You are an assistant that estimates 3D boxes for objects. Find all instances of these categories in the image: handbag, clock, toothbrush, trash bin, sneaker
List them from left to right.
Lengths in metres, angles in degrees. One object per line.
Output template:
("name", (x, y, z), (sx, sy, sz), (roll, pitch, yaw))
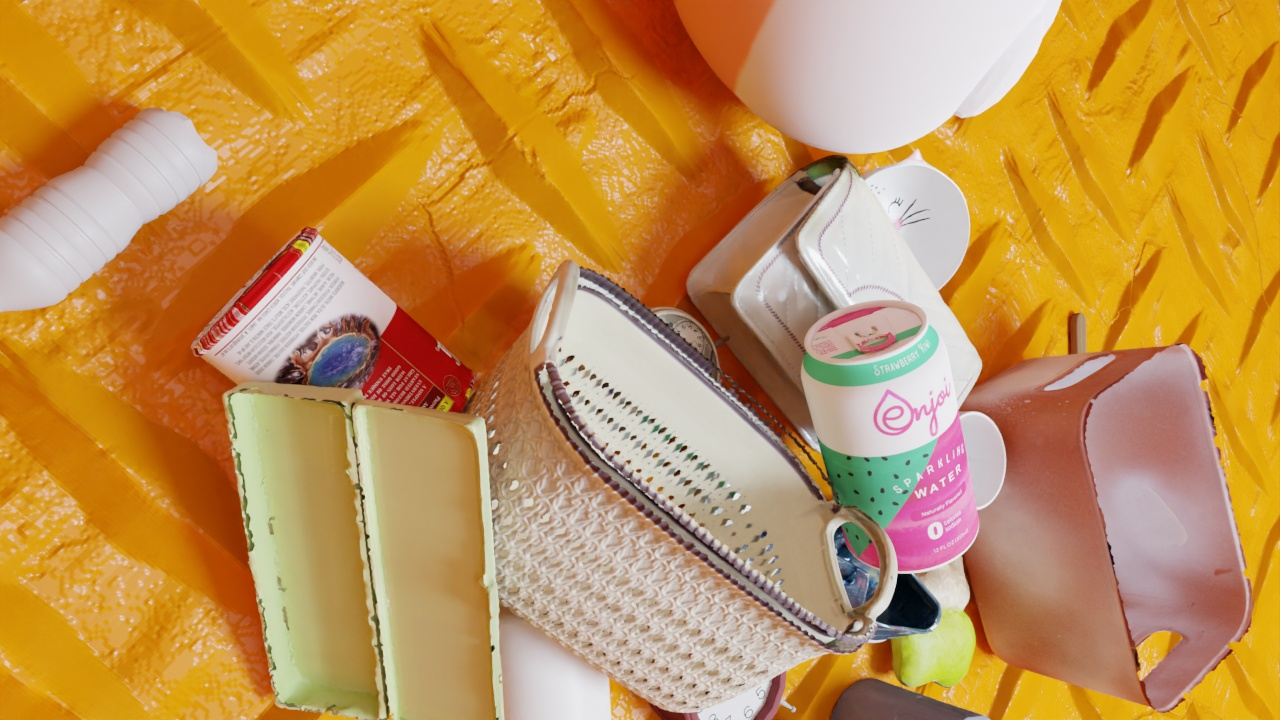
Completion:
("clock", (-0.004, 0.004, 0.605), (0.140, 0.055, 0.093), (15, 79, -33))
("clock", (0.047, 0.204, 0.629), (0.096, 0.048, 0.137), (-33, 105, -29))
("sneaker", (0.129, 0.140, 0.665), (0.235, 0.079, 0.087), (41, 67, -23))
("handbag", (0.148, -0.027, 0.659), (0.142, 0.096, 0.198), (-45, 112, -6))
("toothbrush", (0.431, 0.036, 0.898), (0.016, 0.016, 0.166), (4, 84, -33))
("trash bin", (0.376, 0.128, 0.776), (0.181, 0.158, 0.260), (-23, 100, -31))

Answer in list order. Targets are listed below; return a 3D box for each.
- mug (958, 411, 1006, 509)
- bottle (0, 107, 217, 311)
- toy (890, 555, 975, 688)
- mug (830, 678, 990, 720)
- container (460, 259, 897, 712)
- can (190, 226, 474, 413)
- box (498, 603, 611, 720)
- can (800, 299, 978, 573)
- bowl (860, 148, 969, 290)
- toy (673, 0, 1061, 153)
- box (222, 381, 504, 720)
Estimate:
("mug", (0.213, 0.088, 0.714), (0.110, 0.091, 0.074), (-42, 108, -27))
("bottle", (-0.272, -0.069, 0.447), (0.044, 0.044, 0.136), (49, 65, -20))
("toy", (0.242, 0.208, 0.754), (0.092, 0.043, 0.117), (14, 78, -33))
("mug", (0.211, 0.314, 0.692), (0.083, 0.104, 0.124), (-12, 93, -33))
("container", (0.007, 0.076, 0.510), (0.251, 0.143, 0.184), (40, 24, -20))
("can", (-0.160, 0.000, 0.487), (0.116, 0.087, 0.086), (45, 66, -22))
("box", (-0.062, 0.219, 0.540), (0.094, 0.084, 0.165), (-4, 82, -20))
("can", (0.159, 0.051, 0.585), (0.088, 0.088, 0.166), (-35, 120, -29))
("bowl", (0.194, -0.102, 0.723), (0.114, 0.050, 0.115), (-4, 113, -10))
("toy", (0.138, -0.277, 0.601), (0.281, 0.267, 0.261), (35, 50, 4))
("box", (-0.131, 0.104, 0.452), (0.029, 0.138, 0.187), (-52, 144, -64))
